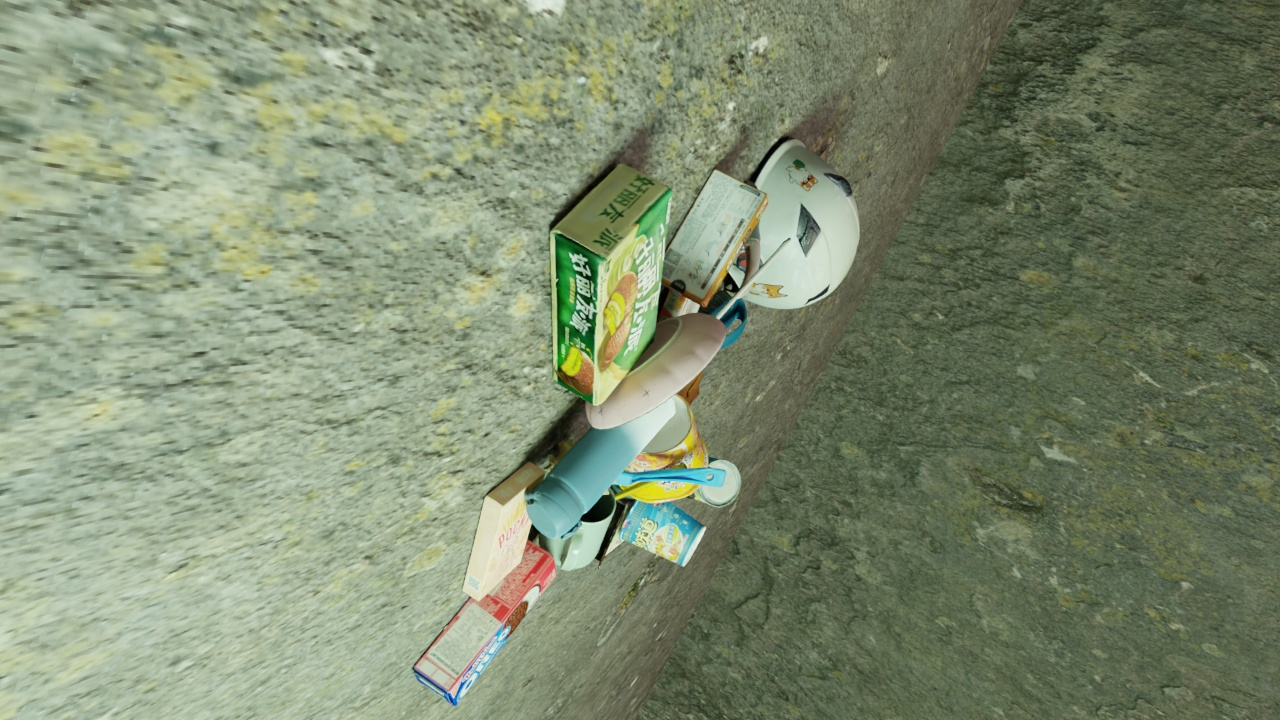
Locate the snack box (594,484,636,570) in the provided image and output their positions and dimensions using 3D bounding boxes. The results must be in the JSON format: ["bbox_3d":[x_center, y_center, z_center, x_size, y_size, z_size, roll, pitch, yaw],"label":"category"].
[{"bbox_3d":[-0.040,0.250,1.441,0.125,0.053,0.113,-21,138,-63],"label":"snack box"}]

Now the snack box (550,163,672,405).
[{"bbox_3d":[-0.033,-0.067,0.912,0.114,0.063,0.241,-50,161,-32],"label":"snack box"}]

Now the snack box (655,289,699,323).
[{"bbox_3d":[0.046,-0.051,1.194,0.155,0.027,0.077,-67,162,-5],"label":"snack box"}]

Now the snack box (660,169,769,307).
[{"bbox_3d":[0.084,-0.147,1.098,0.153,0.075,0.026,-59,163,-3],"label":"snack box"}]

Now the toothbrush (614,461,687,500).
[{"bbox_3d":[-0.024,0.175,1.231,0.190,0.016,0.015,-25,-179,17],"label":"toothbrush"}]

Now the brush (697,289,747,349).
[{"bbox_3d":[0.110,-0.051,1.331,0.143,0.073,0.055,-36,147,-42],"label":"brush"}]

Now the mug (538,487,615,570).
[{"bbox_3d":[-0.085,0.222,1.182,0.111,0.082,0.107,-86,-166,-53],"label":"mug"}]

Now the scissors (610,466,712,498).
[{"bbox_3d":[0.037,0.137,1.353,0.019,0.171,0.180,53,44,-43],"label":"scissors"}]

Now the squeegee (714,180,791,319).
[{"bbox_3d":[0.136,-0.145,1.166,0.248,0.040,0.248,-50,-160,46],"label":"squeegee"}]

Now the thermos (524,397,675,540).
[{"bbox_3d":[-0.045,0.112,1.060,0.219,0.070,0.070,-47,159,-31],"label":"thermos"}]

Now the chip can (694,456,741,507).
[{"bbox_3d":[0.073,0.175,1.417,0.071,0.071,0.210,-57,-159,-12],"label":"chip can"}]

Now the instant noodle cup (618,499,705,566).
[{"bbox_3d":[0.037,0.261,1.414,0.099,0.110,0.099,-57,167,-21],"label":"instant noodle cup"}]

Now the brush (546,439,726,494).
[{"bbox_3d":[-0.002,0.143,1.154,0.254,0.046,0.083,6,106,-29],"label":"brush"}]

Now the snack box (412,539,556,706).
[{"bbox_3d":[-0.186,0.315,1.118,0.206,0.058,0.057,-50,158,-31],"label":"snack box"}]

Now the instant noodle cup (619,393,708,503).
[{"bbox_3d":[0.023,0.112,1.270,0.137,0.138,0.110,-51,153,-27],"label":"instant noodle cup"}]

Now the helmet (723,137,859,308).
[{"bbox_3d":[0.240,-0.180,1.356,0.229,0.157,0.274,-53,162,-25],"label":"helmet"}]

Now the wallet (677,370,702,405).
[{"bbox_3d":[0.062,0.051,1.449,0.107,0.031,0.132,-50,161,-27],"label":"wallet"}]

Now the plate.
[{"bbox_3d":[0.009,0.002,1.056,0.193,0.039,0.192,-34,-164,11],"label":"plate"}]

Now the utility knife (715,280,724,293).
[{"bbox_3d":[0.109,-0.045,1.440,0.030,0.022,0.213,-44,151,-40],"label":"utility knife"}]

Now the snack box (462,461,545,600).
[{"bbox_3d":[-0.158,0.198,1.057,0.084,0.026,0.158,-38,153,-52],"label":"snack box"}]
